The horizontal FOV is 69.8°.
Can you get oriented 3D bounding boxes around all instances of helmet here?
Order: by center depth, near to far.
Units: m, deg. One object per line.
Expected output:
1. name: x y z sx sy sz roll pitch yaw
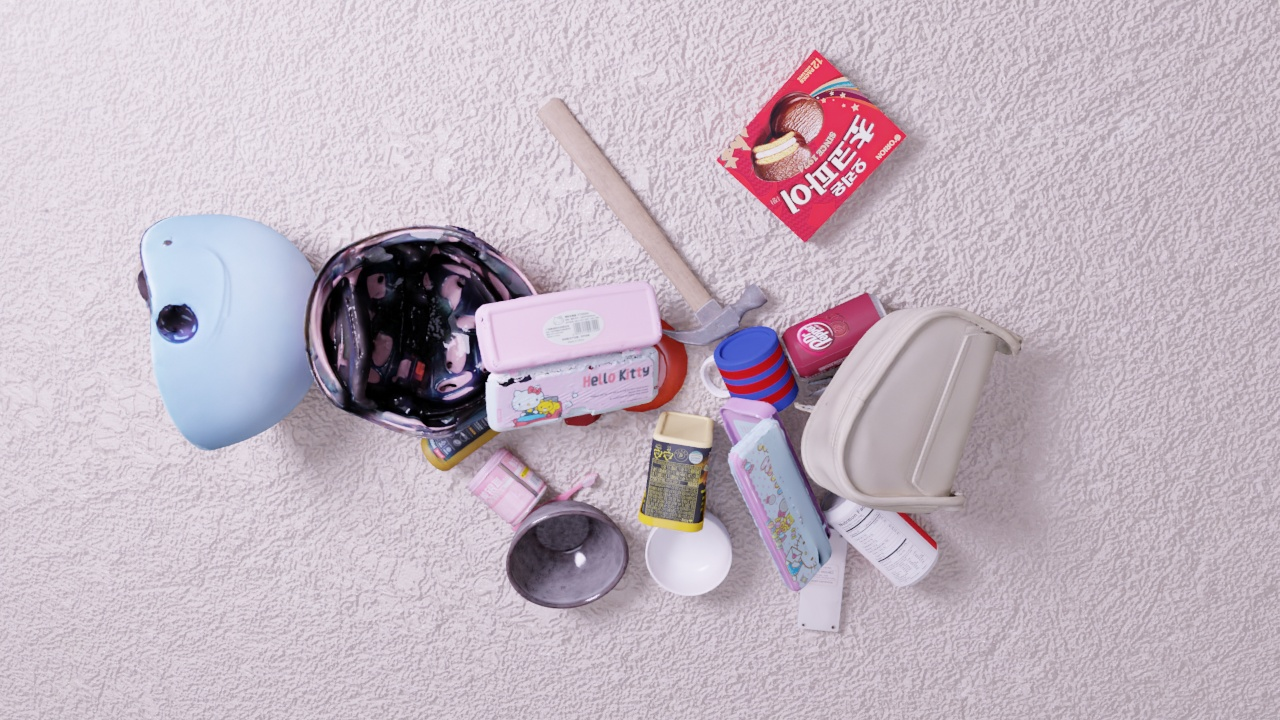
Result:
1. helmet: -0.440 -0.036 1.015 0.167 0.225 0.265 -5 77 1
2. helmet: -0.237 -0.036 1.029 0.255 0.152 0.230 -1 99 -11

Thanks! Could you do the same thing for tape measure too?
1. tape measure: -0.072 0.049 1.090 0.051 0.019 0.059 -1 105 34

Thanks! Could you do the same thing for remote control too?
1. remote control: 0.222 0.266 1.121 0.050 0.011 0.136 4 103 6

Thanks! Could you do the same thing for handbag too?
1. handbag: 0.276 0.047 0.964 0.184 0.132 0.229 23 87 -16

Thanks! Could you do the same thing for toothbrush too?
1. toothbrush: -0.108 0.177 1.136 0.135 0.016 0.021 -34 98 12

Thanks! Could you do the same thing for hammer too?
1. hammer: -0.002 -0.157 1.033 0.119 0.030 0.331 -38 95 2

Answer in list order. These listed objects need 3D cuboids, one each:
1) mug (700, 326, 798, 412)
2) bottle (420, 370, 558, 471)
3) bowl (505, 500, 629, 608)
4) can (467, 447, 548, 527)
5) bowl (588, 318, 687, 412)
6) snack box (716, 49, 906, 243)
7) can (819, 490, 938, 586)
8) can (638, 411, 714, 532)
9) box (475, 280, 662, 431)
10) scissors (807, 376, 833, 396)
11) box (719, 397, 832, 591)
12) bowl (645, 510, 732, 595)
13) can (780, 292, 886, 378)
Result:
1. mug: 0.115 0.014 1.042 0.112 0.074 0.076 -3 124 39
2. bottle: -0.178 0.062 1.098 0.186 0.053 0.053 -36 97 13
3. bowl: -0.090 0.222 1.107 0.145 0.067 0.145 -5 118 -9
4. can: -0.161 0.152 1.110 0.076 0.067 0.067 41 104 -5
5. bowl: -0.006 0.006 1.074 0.122 0.035 0.122 2 103 6
6. snack box: 0.183 -0.230 0.996 0.132 0.035 0.152 42 104 -4
7. can: 0.278 0.197 1.068 0.132 0.070 0.070 43 104 -4
8. can: 0.044 0.123 1.048 0.072 0.130 0.101 9 101 4
9. box: -0.071 -0.004 0.992 0.201 0.059 0.156 -11 105 -20
10. scissors: 0.271 0.013 1.043 0.150 0.019 0.121 12 130 -12
11. box: 0.139 0.153 1.018 0.090 0.092 0.214 9 134 47
12. bowl: 0.059 0.226 1.109 0.105 0.054 0.105 1 102 4
13. can: 0.220 -0.027 1.026 0.114 0.063 0.063 -25 99 11
